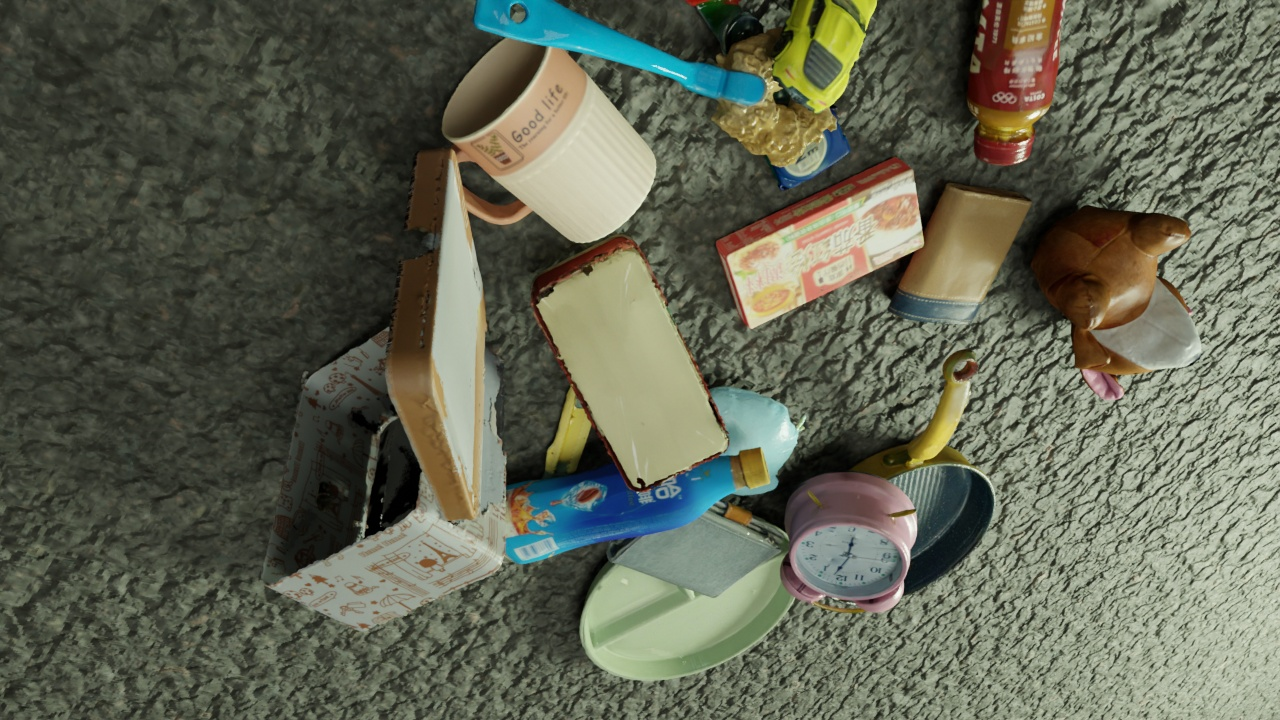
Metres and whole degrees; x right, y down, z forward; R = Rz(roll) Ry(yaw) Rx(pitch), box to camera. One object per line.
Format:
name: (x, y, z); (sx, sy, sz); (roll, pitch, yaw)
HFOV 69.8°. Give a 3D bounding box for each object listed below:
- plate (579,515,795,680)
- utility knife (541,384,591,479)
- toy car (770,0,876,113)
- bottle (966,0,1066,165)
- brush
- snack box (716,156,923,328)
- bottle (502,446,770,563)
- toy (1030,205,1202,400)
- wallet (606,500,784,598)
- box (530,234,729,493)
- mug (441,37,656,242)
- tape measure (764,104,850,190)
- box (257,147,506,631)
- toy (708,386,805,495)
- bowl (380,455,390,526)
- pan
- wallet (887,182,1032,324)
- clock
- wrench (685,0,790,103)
plate: (0.049, 0.231, 0.901); (0.230, 0.027, 0.231); (-10, 128, -13)
utility knife: (-0.044, 0.018, 0.717); (0.031, 0.021, 0.205); (3, 119, -22)
toy car: (0.113, -0.198, 0.542); (0.048, 0.032, 0.105); (30, 72, -25)
bottle: (0.255, -0.219, 0.619); (0.057, 0.057, 0.175); (-16, 130, -9)
brush: (0.023, -0.170, 0.530); (0.254, 0.046, 0.083); (4, 107, -36)
snack box: (0.137, -0.088, 0.694); (0.153, 0.025, 0.075); (-25, 130, -1)
bottle: (-0.007, 0.107, 0.726); (0.219, 0.065, 0.065); (-16, 131, 10)
toy: (0.416, -0.045, 0.778); (0.140, 0.130, 0.199); (-42, 138, 5)
wallet: (0.051, 0.159, 0.809); (0.129, 0.037, 0.107); (29, 121, -33)
box: (-0.004, 0.004, 0.642); (0.091, 0.076, 0.168); (-27, 109, 1)
mug: (-0.064, -0.125, 0.559); (0.115, 0.081, 0.106); (-31, 133, 22)
tape measure: (0.112, -0.152, 0.637); (0.058, 0.025, 0.054); (-34, 128, 1)
box: (-0.133, 0.029, 0.551); (0.134, 0.179, 0.271); (15, 134, -22)
toy: (0.061, 0.064, 0.765); (0.156, 0.049, 0.161); (-19, 127, 6)
bowl: (-0.173, 0.126, 0.675); (0.118, 0.065, 0.118); (0, 87, -8)
pan: (0.258, 0.114, 0.858); (0.197, 0.078, 0.358); (-14, 129, -11)
wallet: (0.256, -0.084, 0.739); (0.090, 0.033, 0.115); (2, 124, -25)
clock: (0.185, 0.174, 0.826); (0.117, 0.059, 0.159); (7, 130, 9)
wrench: (0.027, -0.246, 0.540); (0.056, 0.016, 0.273); (-45, 128, 10)
